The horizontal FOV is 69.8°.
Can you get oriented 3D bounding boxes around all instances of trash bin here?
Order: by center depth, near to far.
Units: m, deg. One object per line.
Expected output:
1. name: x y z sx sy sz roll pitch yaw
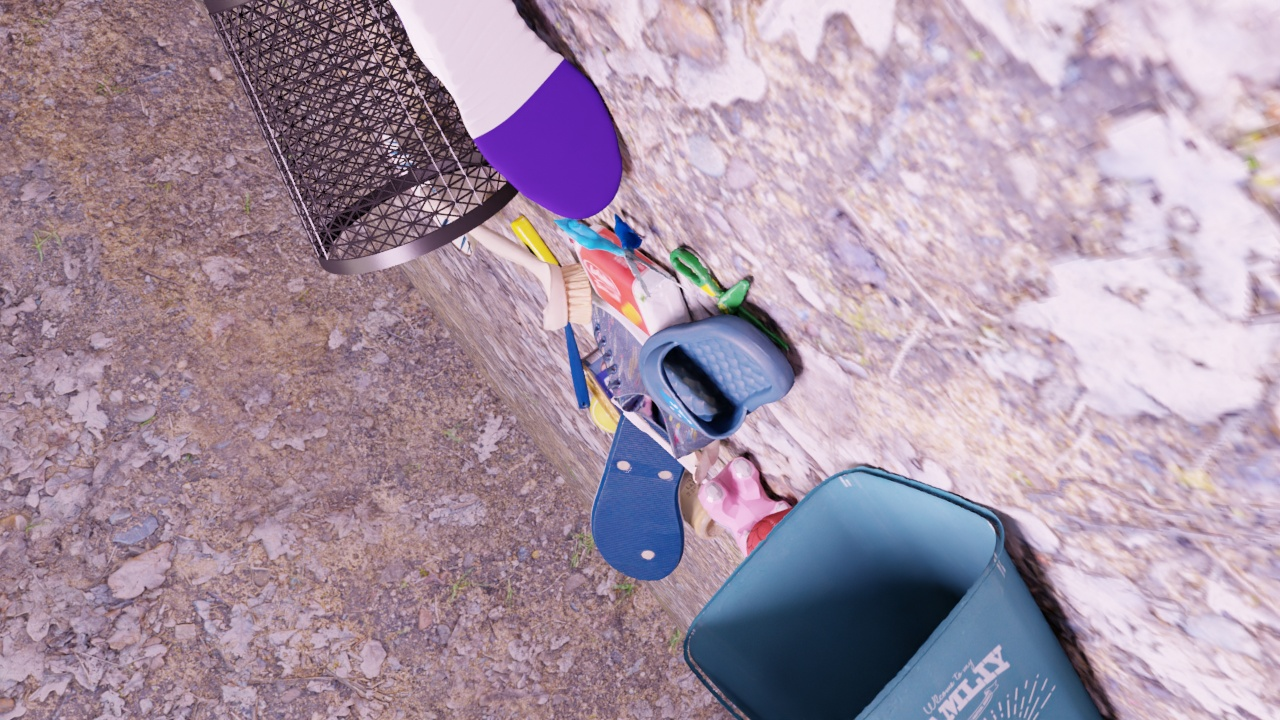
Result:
1. trash bin: 0.186 0.225 0.627 0.218 0.196 0.199 49 169 -18
2. trash bin: -0.252 -0.240 0.834 0.217 0.216 0.243 33 151 54

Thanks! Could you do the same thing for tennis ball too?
1. tennis ball: -0.031 0.059 1.161 0.065 0.065 0.065 48 167 15

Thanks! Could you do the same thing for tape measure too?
1. tape measure: -0.047 -0.103 0.878 0.062 0.020 0.060 39 162 45

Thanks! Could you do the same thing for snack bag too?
1. snack bag: -0.006 -0.065 0.806 0.116 0.036 0.077 40 163 41

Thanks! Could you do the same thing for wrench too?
1. wrench: 0.066 0.127 1.003 0.273 0.009 0.047 43 -179 -21

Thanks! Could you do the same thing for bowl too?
1. bowl: -0.227 -0.213 1.083 0.177 0.070 0.177 49 167 15

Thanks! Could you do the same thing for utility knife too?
1. utility knife: -0.093 -0.093 1.068 0.174 0.020 0.029 53 169 -10

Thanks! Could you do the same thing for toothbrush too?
1. toothbrush: -0.074 -0.013 0.994 0.190 0.016 0.017 82 174 -47

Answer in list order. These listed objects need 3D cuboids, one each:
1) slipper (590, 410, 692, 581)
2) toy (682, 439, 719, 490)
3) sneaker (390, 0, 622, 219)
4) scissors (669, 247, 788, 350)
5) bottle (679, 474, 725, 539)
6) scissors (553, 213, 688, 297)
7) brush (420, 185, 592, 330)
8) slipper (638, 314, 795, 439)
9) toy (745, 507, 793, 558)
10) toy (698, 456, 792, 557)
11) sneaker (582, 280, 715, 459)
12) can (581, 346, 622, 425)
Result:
1. slipper: 0.005 0.147 1.087 0.060 0.118 0.296 -86 4 -53
2. toy: 0.056 0.079 0.935 0.087 0.050 0.112 79 165 -46
3. sneaker: -0.108 -0.209 0.664 0.244 0.091 0.111 58 170 -18
4. scissors: 0.066 -0.038 0.687 0.125 0.011 0.128 42 166 34
5. bottle: 0.049 0.159 1.174 0.162 0.056 0.056 41 163 39
6. scissors: -0.012 -0.086 0.710 0.127 0.014 0.133 27 -157 -22
7. brush: -0.141 -0.113 0.924 0.272 0.077 0.062 37 130 32
8. slipper: 0.048 0.017 0.726 0.104 0.059 0.214 43 160 -4
9. toy: 0.160 0.198 0.812 0.147 0.098 0.216 32 160 29
10. toy: 0.119 0.170 0.949 0.123 0.067 0.158 47 171 25
11. sneaker: -0.005 0.005 0.897 0.235 0.079 0.087 43 165 34
12. can: -0.025 0.025 1.063 0.100 0.059 0.054 55 167 -15
